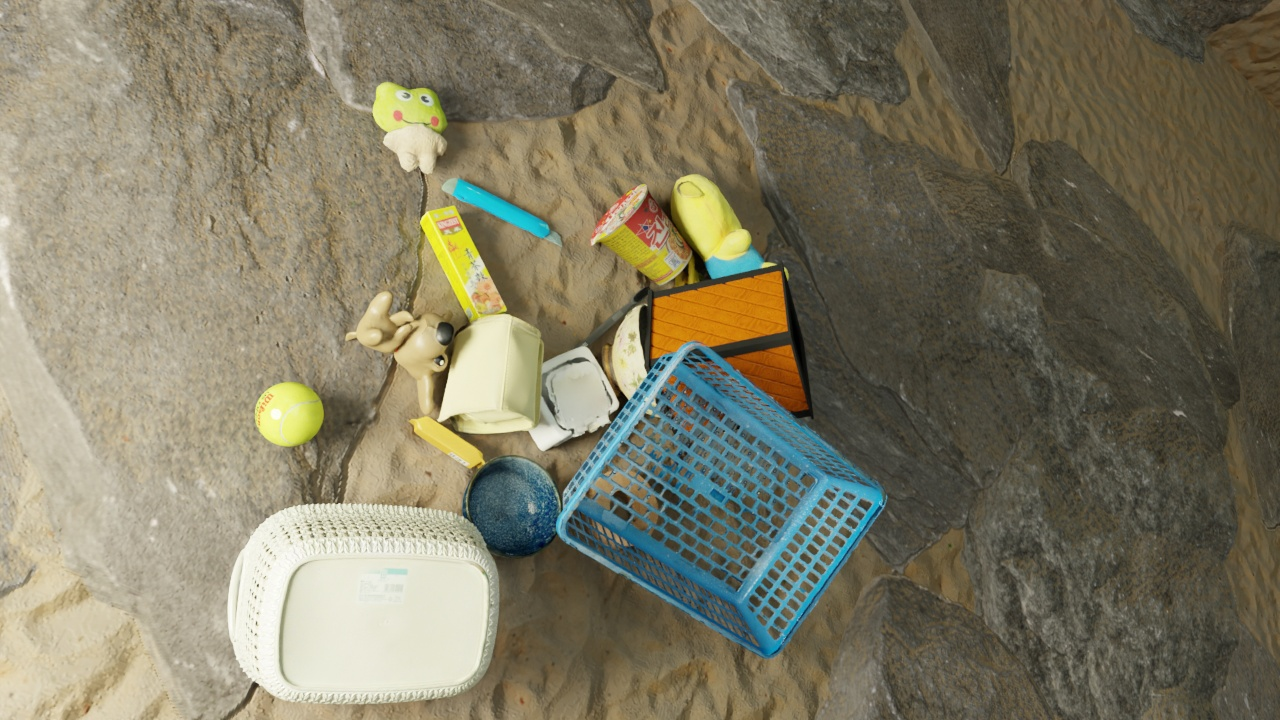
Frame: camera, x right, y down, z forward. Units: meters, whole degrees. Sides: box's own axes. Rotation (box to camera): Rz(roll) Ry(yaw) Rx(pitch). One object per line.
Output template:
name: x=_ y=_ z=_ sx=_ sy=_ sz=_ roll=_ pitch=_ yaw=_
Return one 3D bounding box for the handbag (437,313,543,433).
handbag: x=-0.170 y=0.017 z=1.040 sx=0.081 sy=0.111 sz=0.119 roll=31 pitch=56 yaw=-52

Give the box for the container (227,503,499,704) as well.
container: x=-0.250 y=0.231 z=0.864 sx=0.251 sy=0.143 sz=0.184 roll=7 pitch=83 yaw=-24

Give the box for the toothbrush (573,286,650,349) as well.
toothbrush: x=-0.039 y=-0.051 z=1.212 sx=0.013 sy=0.013 sz=0.166 roll=50 pitch=56 yaw=-6

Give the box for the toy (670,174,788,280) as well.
toy: x=0.110 y=-0.170 z=1.284 sx=0.084 sy=0.149 sz=0.214 roll=-36 pitch=87 yaw=-4

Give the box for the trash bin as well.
trash bin: x=0.110 y=-0.009 z=1.136 sx=0.139 sy=0.172 sz=0.140 roll=-87 pitch=160 yaw=-46

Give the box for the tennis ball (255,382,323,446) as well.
tennis ball: x=-0.356 y=0.054 z=0.931 sx=0.065 sy=0.065 sz=0.065 roll=13 pitch=65 yaw=-28

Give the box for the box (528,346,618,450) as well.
box: x=-0.082 y=0.041 z=1.096 sx=0.107 sy=0.095 sz=0.102 roll=-27 pitch=86 yaw=-35

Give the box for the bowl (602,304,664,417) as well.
bowl: x=-0.007 y=0.007 z=1.157 sx=0.145 sy=0.063 sz=0.145 roll=-12 pitch=90 yaw=-75

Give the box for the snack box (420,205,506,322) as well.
snack box: x=-0.215 y=-0.115 z=1.113 sx=0.040 sy=0.029 sz=0.148 roll=-24 pitch=85 yaw=-37

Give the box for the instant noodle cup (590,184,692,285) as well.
instant noodle cup: x=0.010 y=-0.165 z=1.242 sx=0.112 sy=0.101 sz=0.100 roll=42 pitch=54 yaw=-21

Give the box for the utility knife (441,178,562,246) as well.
utility knife: x=-0.174 y=-0.190 z=1.179 sx=0.174 sy=0.015 sz=0.031 roll=25 pitch=62 yaw=-24

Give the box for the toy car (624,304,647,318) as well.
toy car: x=0.034 y=-0.045 z=1.233 sx=0.112 sy=0.049 sz=0.040 roll=16 pitch=57 yaw=-25

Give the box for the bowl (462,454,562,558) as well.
bowl: x=-0.151 y=0.167 z=1.021 sx=0.114 sy=0.061 sz=0.114 roll=14 pitch=64 yaw=-30

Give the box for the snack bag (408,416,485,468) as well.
snack bag: x=-0.216 y=0.092 z=1.031 sx=0.099 sy=0.026 sz=0.020 roll=36 pitch=61 yaw=-14

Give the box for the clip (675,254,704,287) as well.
clip: x=0.072 y=-0.120 z=1.303 sx=0.046 sy=0.048 sz=0.054 roll=4 pitch=65 yaw=-5

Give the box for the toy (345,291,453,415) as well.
toy: x=-0.257 y=-0.022 z=1.012 sx=0.108 sy=0.106 sz=0.134 roll=27 pitch=54 yaw=-34

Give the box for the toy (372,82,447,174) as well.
toy: x=-0.281 y=-0.286 z=1.132 sx=0.092 sy=0.043 sz=0.117 roll=0 pitch=73 yaw=-34

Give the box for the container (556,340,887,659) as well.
container: x=0.092 y=0.162 z=1.075 sx=0.362 sy=0.089 sz=0.257 roll=37 pitch=88 yaw=-28

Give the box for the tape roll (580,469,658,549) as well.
tape roll: x=-0.025 y=0.181 z=1.116 sx=0.094 sy=0.027 sz=0.093 roll=13 pitch=65 yaw=-28
